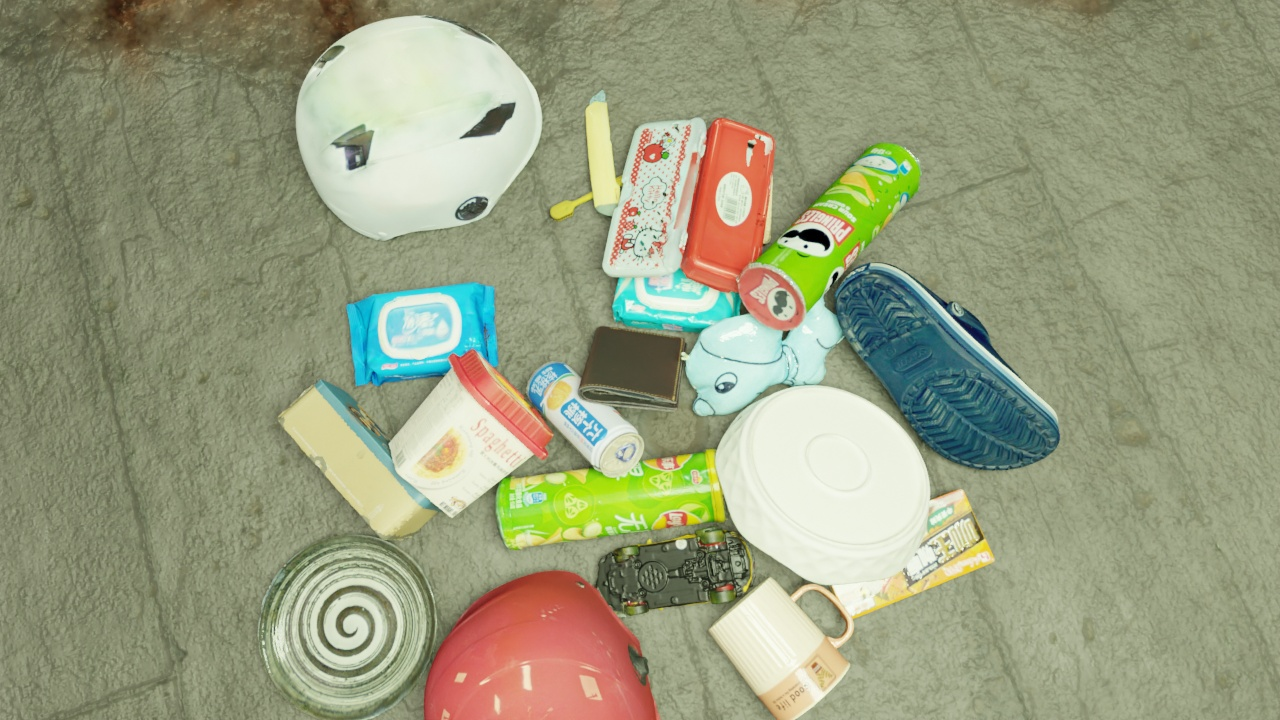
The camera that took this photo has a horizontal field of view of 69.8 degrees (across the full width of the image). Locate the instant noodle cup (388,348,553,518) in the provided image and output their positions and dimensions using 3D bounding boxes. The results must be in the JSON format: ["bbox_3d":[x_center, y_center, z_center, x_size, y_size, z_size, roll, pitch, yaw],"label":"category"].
[{"bbox_3d":[-0.167,0.072,0.878,0.124,0.116,0.116,-43,118,-2],"label":"instant noodle cup"}]

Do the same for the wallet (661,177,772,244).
[{"bbox_3d":[0.080,-0.160,0.968,0.115,0.024,0.087,4,73,3],"label":"wallet"}]

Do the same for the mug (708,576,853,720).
[{"bbox_3d":[0.137,0.256,0.847,0.114,0.082,0.106,-39,77,-7],"label":"mug"}]

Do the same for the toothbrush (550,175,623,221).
[{"bbox_3d":[-0.010,-0.196,0.985,0.190,0.016,0.015,-27,77,-3],"label":"toothbrush"}]

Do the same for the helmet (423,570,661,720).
[{"bbox_3d":[-0.090,0.319,0.814,0.207,0.144,0.240,-37,82,1],"label":"helmet"}]

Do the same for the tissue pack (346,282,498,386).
[{"bbox_3d":[-0.226,-0.028,0.945,0.157,0.052,0.095,-7,78,2],"label":"tissue pack"}]

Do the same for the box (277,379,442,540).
[{"bbox_3d":[-0.268,0.105,0.904,0.184,0.090,0.062,43,84,8],"label":"box"}]

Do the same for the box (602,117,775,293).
[{"bbox_3d":[0.052,-0.162,0.919,0.161,0.059,0.200,9,60,5],"label":"box"}]

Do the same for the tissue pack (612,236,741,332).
[{"bbox_3d":[0.043,-0.077,0.938,0.133,0.050,0.093,6,77,4],"label":"tissue pack"}]

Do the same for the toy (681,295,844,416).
[{"bbox_3d":[0.116,-0.005,0.904,0.156,0.049,0.162,17,111,-18],"label":"toy"}]

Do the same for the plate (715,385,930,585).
[{"bbox_3d":[0.175,0.105,0.848,0.205,0.046,0.204,7,53,-9],"label":"plate"}]

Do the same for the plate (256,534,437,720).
[{"bbox_3d":[-0.287,0.261,0.905,0.179,0.024,0.179,-1,79,2],"label":"plate"}]

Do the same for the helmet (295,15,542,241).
[{"bbox_3d":[-0.238,-0.259,0.947,0.258,0.146,0.229,-20,78,-1],"label":"helmet"}]

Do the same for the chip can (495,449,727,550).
[{"bbox_3d":[-0.029,0.135,0.888,0.221,0.072,0.072,-8,78,3],"label":"chip can"}]

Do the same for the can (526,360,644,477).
[{"bbox_3d":[-0.055,0.055,0.886,0.053,0.053,0.134,-45,49,-6],"label":"can"}]

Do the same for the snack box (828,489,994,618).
[{"bbox_3d":[0.251,0.186,0.881,0.154,0.026,0.075,-21,78,-1],"label":"snack box"}]

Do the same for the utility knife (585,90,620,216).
[{"bbox_3d":[-0.041,-0.223,0.981,0.031,0.018,0.167,-8,71,5],"label":"utility knife"}]

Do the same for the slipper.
[{"bbox_3d":[0.291,0.002,0.887,0.253,0.105,0.095,43,42,-2],"label":"slipper"}]

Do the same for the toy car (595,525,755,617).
[{"bbox_3d":[0.032,0.203,0.883,0.156,0.041,0.071,-14,80,15],"label":"toy car"}]

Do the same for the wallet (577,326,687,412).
[{"bbox_3d":[-0.005,0.005,0.902,0.096,0.122,0.020,9,123,2],"label":"wallet"}]

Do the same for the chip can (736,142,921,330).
[{"bbox_3d":[0.186,-0.125,0.881,0.072,0.072,0.235,39,58,10],"label":"chip can"}]
